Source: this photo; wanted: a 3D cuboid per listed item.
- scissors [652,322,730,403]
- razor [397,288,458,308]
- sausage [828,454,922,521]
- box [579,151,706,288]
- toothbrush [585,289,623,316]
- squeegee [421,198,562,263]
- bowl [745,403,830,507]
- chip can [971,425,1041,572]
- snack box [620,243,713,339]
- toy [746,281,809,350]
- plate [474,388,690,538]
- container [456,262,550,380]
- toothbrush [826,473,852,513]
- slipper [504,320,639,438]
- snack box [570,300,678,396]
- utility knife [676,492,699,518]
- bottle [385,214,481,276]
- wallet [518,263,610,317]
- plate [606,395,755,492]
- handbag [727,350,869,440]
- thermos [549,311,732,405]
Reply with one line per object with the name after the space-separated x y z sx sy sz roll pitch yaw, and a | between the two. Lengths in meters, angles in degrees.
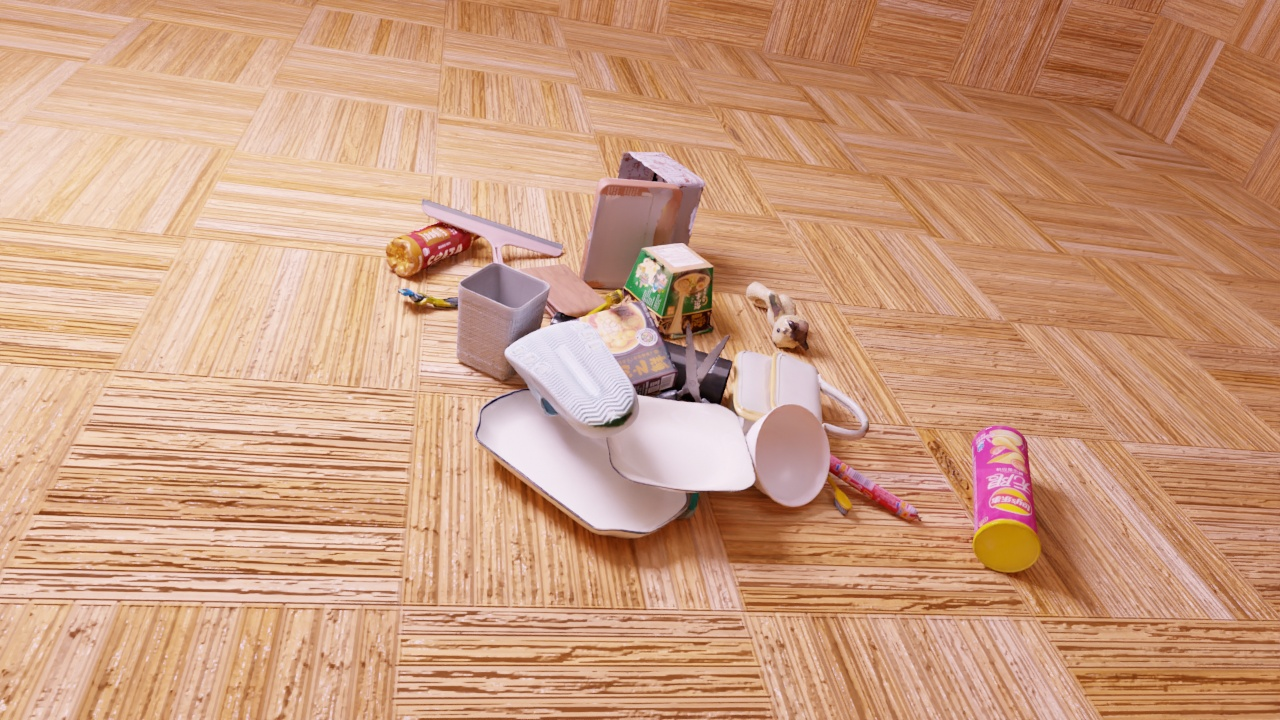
0.062 0.033 1.097 0.159 0.176 0.014 50 35 -23 | scissors
-0.264 -0.083 1.280 0.142 0.022 0.043 3 11 -26 | razor
0.267 0.149 1.098 0.156 0.020 0.020 33 36 12 | sausage
-0.021 -0.214 1.428 0.192 0.183 0.156 -9 37 -36 | box
-0.058 -0.064 1.213 0.016 0.190 0.015 -18 87 -20 | toothbrush
-0.193 -0.119 1.343 0.247 0.040 0.249 15 33 -36 | squeegee
0.158 0.112 1.077 0.118 0.118 0.065 -13 1 -35 | bowl
0.439 0.161 1.110 0.071 0.072 0.210 19 32 9 | chip can
0.048 -0.108 1.353 0.117 0.106 0.118 -12 41 -35 | snack box
0.209 -0.071 1.407 0.105 0.066 0.157 45 9 -35 | toy
-0.068 0.116 1.028 0.266 0.034 0.161 31 35 26 | plate
-0.178 -0.047 1.166 0.090 0.114 0.090 24 34 16 | container
0.214 0.125 1.139 0.016 0.018 0.191 2 31 -21 | toothbrush
-0.072 0.026 1.046 0.104 0.074 0.245 -28 34 -15 | slipper
-0.033 -0.003 1.144 0.125 0.053 0.113 -18 63 -15 | snack box
0.057 0.133 1.067 0.029 0.013 0.156 16 32 1 | utility knife
-0.303 -0.179 1.379 0.057 0.058 0.174 26 34 19 | bottle
-0.112 -0.100 1.335 0.115 0.020 0.101 45 35 23 | wallet
0.039 0.100 1.026 0.164 0.034 0.163 8 32 -10 | plate
0.204 0.052 1.182 0.179 0.063 0.163 7 33 4 | handbag
-0.007 0.007 1.202 0.242 0.069 0.089 16 56 7 | thermos
